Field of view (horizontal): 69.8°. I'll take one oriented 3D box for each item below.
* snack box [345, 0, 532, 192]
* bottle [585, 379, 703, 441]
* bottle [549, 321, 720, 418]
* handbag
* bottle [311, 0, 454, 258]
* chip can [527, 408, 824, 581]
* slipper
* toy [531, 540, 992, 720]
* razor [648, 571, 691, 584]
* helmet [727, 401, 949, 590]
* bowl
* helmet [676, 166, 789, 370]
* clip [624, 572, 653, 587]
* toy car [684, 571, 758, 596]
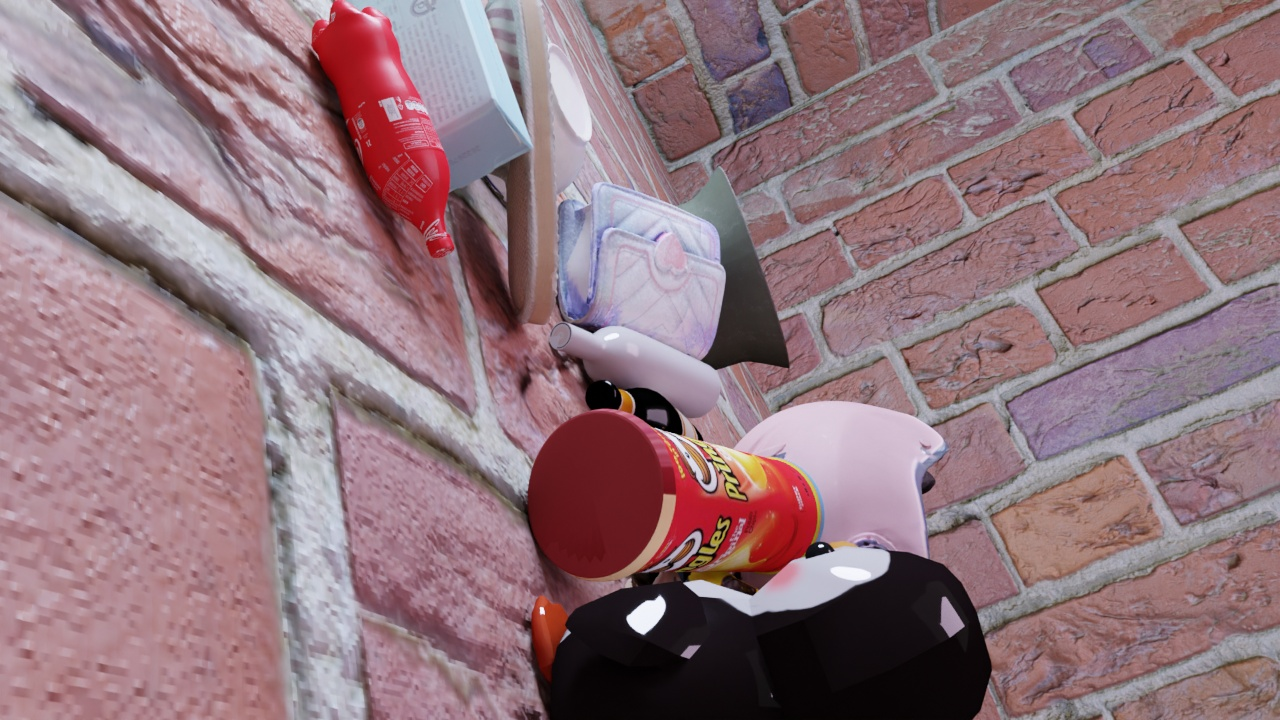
[{"bbox_3d":[-0.128,-0.185,0.556,0.053,0.075,0.174,49,18,-60],"label":"snack box"},{"bbox_3d":[0.000,0.052,0.702,0.059,0.059,0.181,69,10,24],"label":"bottle"},{"bbox_3d":[-0.004,0.004,0.752,0.195,0.053,0.052,23,41,-53],"label":"bottle"},{"bbox_3d":[0.005,-0.075,0.800,0.158,0.069,0.126,14,68,-44],"label":"handbag"},{"bbox_3d":[-0.129,-0.119,0.479,0.141,0.042,0.042,66,10,7],"label":"bottle"},{"bbox_3d":[0.032,0.087,0.546,0.213,0.087,0.087,20,44,-55],"label":"chip can"},{"bbox_3d":[-0.093,-0.151,0.618,0.115,0.052,0.262,143,-58,-69],"label":"slipper"},{"bbox_3d":[0.061,0.151,0.394,0.159,0.184,0.140,58,13,-35],"label":"toy"},{"bbox_3d":[0.022,0.135,0.638,0.063,0.053,0.140,-3,69,-66],"label":"razor"},{"bbox_3d":[0.123,0.147,0.717,0.230,0.152,0.255,123,-15,-78],"label":"helmet"},{"bbox_3d":[-0.089,-0.205,0.747,0.153,0.073,0.153,-15,90,-74],"label":"bowl"},{"bbox_3d":[0.050,-0.073,0.996,0.267,0.154,0.227,16,55,-84],"label":"helmet"},{"bbox_3d":[0.001,0.155,0.568,0.061,0.049,0.026,-3,-59,55],"label":"clip"},{"bbox_3d":[0.075,0.169,0.594,0.107,0.030,0.049,35,18,0],"label":"toy car"}]
